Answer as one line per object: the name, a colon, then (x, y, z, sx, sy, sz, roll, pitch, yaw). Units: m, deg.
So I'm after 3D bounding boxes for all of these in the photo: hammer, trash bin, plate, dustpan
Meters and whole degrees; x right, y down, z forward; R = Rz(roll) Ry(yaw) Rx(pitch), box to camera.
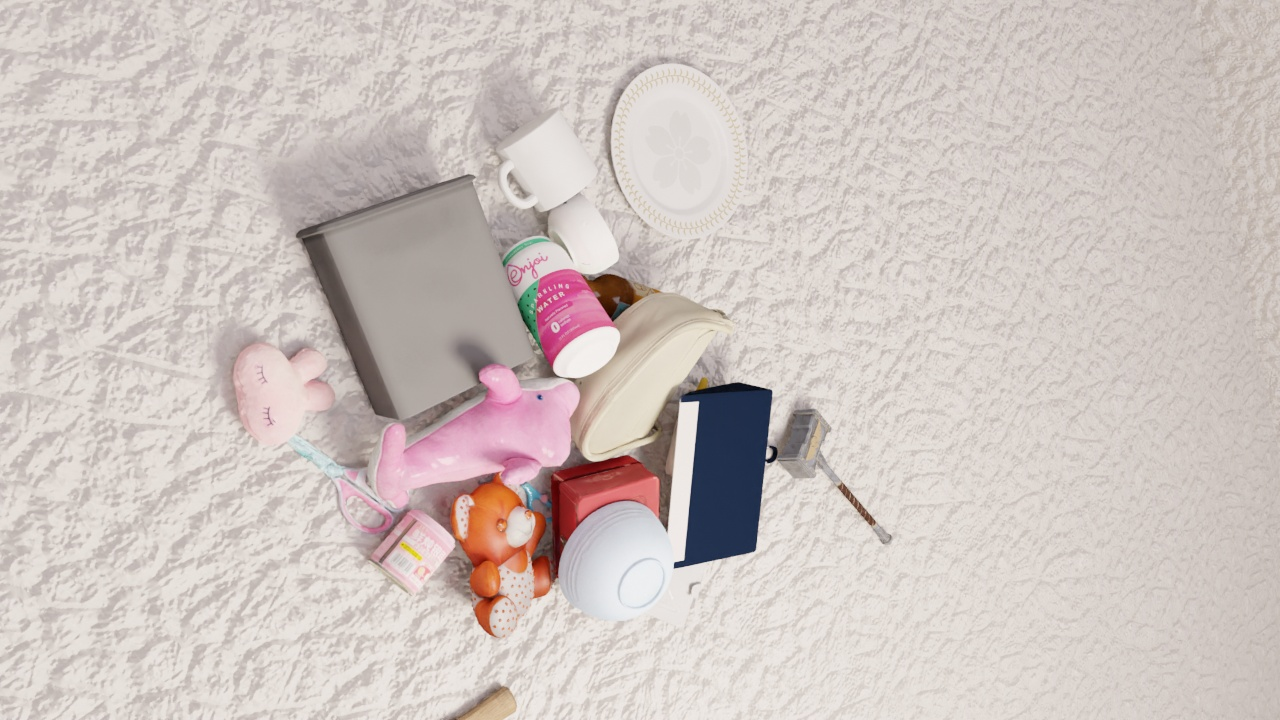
hammer: (0.330, 0.211, 1.476, 0.322, 0.044, 0.098, 47, 54, -31)
trash bin: (-0.245, -0.073, 1.029, 0.191, 0.098, 0.220, -28, 108, -32)
plate: (0.056, -0.292, 1.287, 0.242, 0.016, 0.242, -1, 91, -36)
hammer: (-0.277, 0.469, 1.056, 0.304, 0.040, 0.132, -26, 109, -33)
dustpan: (0.123, 0.151, 1.296, 0.272, 0.080, 0.236, -2, 100, -38)

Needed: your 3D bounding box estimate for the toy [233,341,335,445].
toy: (-0.375, 0.030, 0.969, 0.104, 0.053, 0.108, -24, 103, -48)

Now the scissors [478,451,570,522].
scissors: (-0.136, 0.137, 1.162, 0.136, 0.015, 0.125, 49, 65, -28)

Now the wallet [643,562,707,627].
wallet: (0.048, 0.310, 1.285, 0.086, 0.032, 0.116, 26, 76, -31)

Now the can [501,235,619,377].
can: (-0.098, -0.064, 1.093, 0.088, 0.088, 0.166, -16, 61, -34)

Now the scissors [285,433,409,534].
scissors: (-0.334, 0.124, 1.022, 0.174, 0.017, 0.076, 45, 70, -24)

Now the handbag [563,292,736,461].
handbag: (-0.007, 0.007, 1.181, 0.183, 0.132, 0.229, 12, 119, -51)

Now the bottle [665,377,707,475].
bottle: (0.074, 0.094, 1.287, 0.051, 0.051, 0.146, 21, 79, -34)

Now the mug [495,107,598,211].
mug: (-0.123, -0.235, 1.115, 0.121, 0.091, 0.090, -47, 116, -27)

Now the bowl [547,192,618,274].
bowl: (-0.077, -0.153, 1.144, 0.054, 0.105, 0.105, -35, 111, -13)

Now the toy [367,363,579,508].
toy: (-0.167, 0.097, 1.023, 0.265, 0.128, 0.187, -21, 147, -29)

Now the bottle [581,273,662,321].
bottle: (-0.032, -0.075, 1.198, 0.156, 0.068, 0.067, 17, 81, -35)

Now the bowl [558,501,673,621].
bowl: (-0.016, 0.254, 1.107, 0.150, 0.075, 0.151, -13, 115, -30)

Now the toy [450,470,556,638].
toy: (-0.161, 0.225, 1.089, 0.163, 0.093, 0.172, -34, 113, -64)

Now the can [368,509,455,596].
can: (-0.258, 0.217, 1.042, 0.067, 0.067, 0.076, 50, 64, -25)

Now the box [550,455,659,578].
box: (-0.046, 0.210, 1.174, 0.129, 0.087, 0.158, -12, 113, -32)
